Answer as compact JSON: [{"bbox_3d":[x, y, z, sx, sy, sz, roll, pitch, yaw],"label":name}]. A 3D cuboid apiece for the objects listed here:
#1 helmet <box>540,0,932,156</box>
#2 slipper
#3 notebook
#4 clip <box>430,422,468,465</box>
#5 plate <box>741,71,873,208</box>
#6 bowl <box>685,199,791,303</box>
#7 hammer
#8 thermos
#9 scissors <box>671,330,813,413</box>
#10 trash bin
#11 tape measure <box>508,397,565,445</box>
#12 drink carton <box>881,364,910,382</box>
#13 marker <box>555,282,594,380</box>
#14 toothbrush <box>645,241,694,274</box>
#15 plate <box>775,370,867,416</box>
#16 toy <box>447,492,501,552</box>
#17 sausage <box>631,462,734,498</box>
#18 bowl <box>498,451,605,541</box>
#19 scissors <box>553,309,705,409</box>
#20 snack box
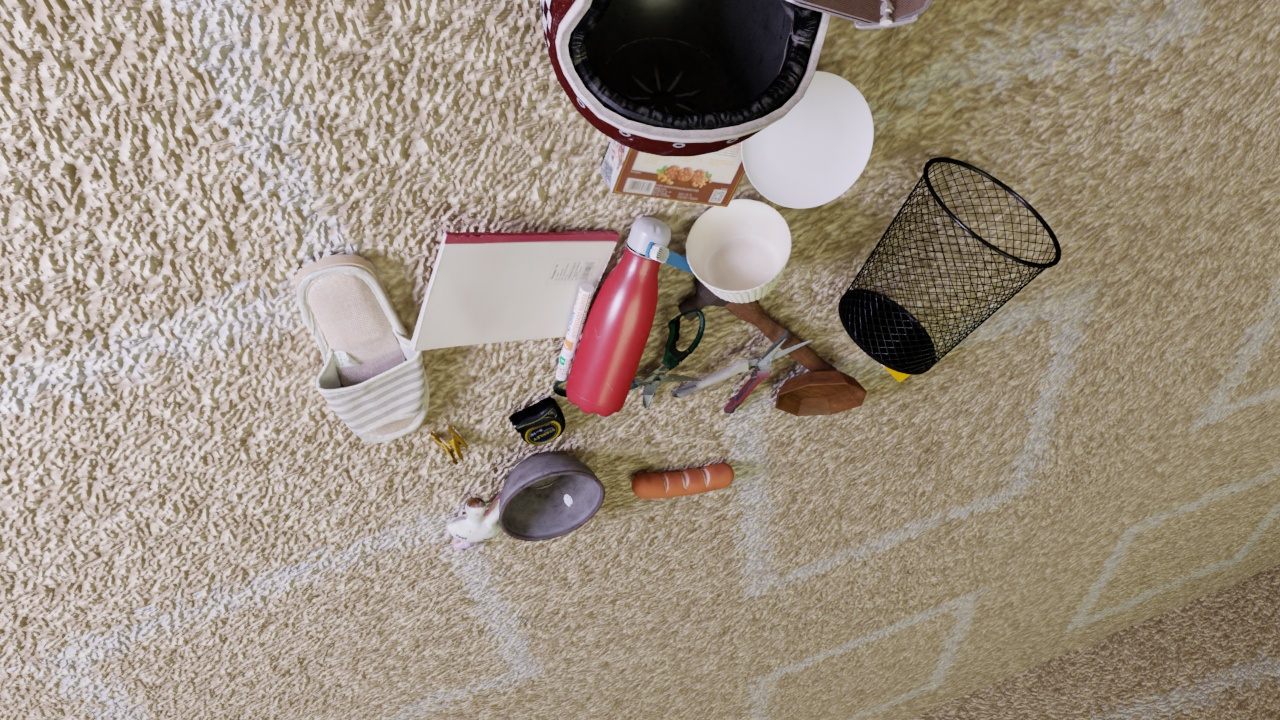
[{"bbox_3d":[0.043,-0.277,0.698,0.233,0.233,0.254,-8,156,-12],"label":"helmet"},{"bbox_3d":[-0.292,0.000,0.978,0.114,0.054,0.273,-20,139,-15],"label":"slipper"},{"bbox_3d":[-0.131,-0.076,0.979,0.208,0.012,0.153,-6,137,-38],"label":"notebook"},{"bbox_3d":[-0.230,0.104,1.129,0.046,0.048,0.054,-60,146,-24],"label":"clip"},{"bbox_3d":[0.165,-0.218,0.912,0.134,0.011,0.135,-3,116,-7],"label":"plate"},{"bbox_3d":[0.112,-0.115,1.023,0.115,0.115,0.062,-27,155,1],"label":"bowl"},{"bbox_3d":[0.175,-0.039,1.191,0.115,0.033,0.322,-37,140,19],"label":"hammer"},{"bbox_3d":[-0.021,-0.050,1.038,0.073,0.073,0.240,3,122,-30],"label":"thermos"},{"bbox_3d":[0.131,0.021,1.222,0.179,0.015,0.199,-7,148,-9],"label":"scissors"},{"bbox_3d":[0.358,-0.103,1.111,0.183,0.184,0.211,4,138,-30],"label":"trash bin"},{"bbox_3d":[-0.127,0.077,1.157,0.061,0.034,0.061,-24,137,-1],"label":"tape measure"},{"bbox_3d":[0.336,-0.024,1.267,0.040,0.058,0.122,-40,138,16],"label":"drink carton"},{"bbox_3d":[-0.077,-0.030,1.061,0.017,0.017,0.146,-4,138,-24],"label":"marker"},{"bbox_3d":[0.042,-0.108,1.005,0.166,0.014,0.016,6,105,-67],"label":"toothbrush"},{"bbox_3d":[0.253,0.045,1.292,0.131,0.025,0.131,-1,157,-1],"label":"plate"},{"bbox_3d":[-0.224,0.227,1.265,0.079,0.038,0.123,1,136,-37],"label":"toy"},{"bbox_3d":[0.063,0.180,1.361,0.164,0.039,0.045,-4,132,-24],"label":"sausage"},{"bbox_3d":[-0.127,0.173,1.234,0.144,0.067,0.145,-14,139,-13],"label":"bowl"},{"bbox_3d":[-0.007,0.007,1.141,0.204,0.015,0.202,-5,143,-17],"label":"scissors"},{"bbox_3d":[0.051,-0.229,0.913,0.143,0.041,0.147,2,133,-29],"label":"snack box"}]
